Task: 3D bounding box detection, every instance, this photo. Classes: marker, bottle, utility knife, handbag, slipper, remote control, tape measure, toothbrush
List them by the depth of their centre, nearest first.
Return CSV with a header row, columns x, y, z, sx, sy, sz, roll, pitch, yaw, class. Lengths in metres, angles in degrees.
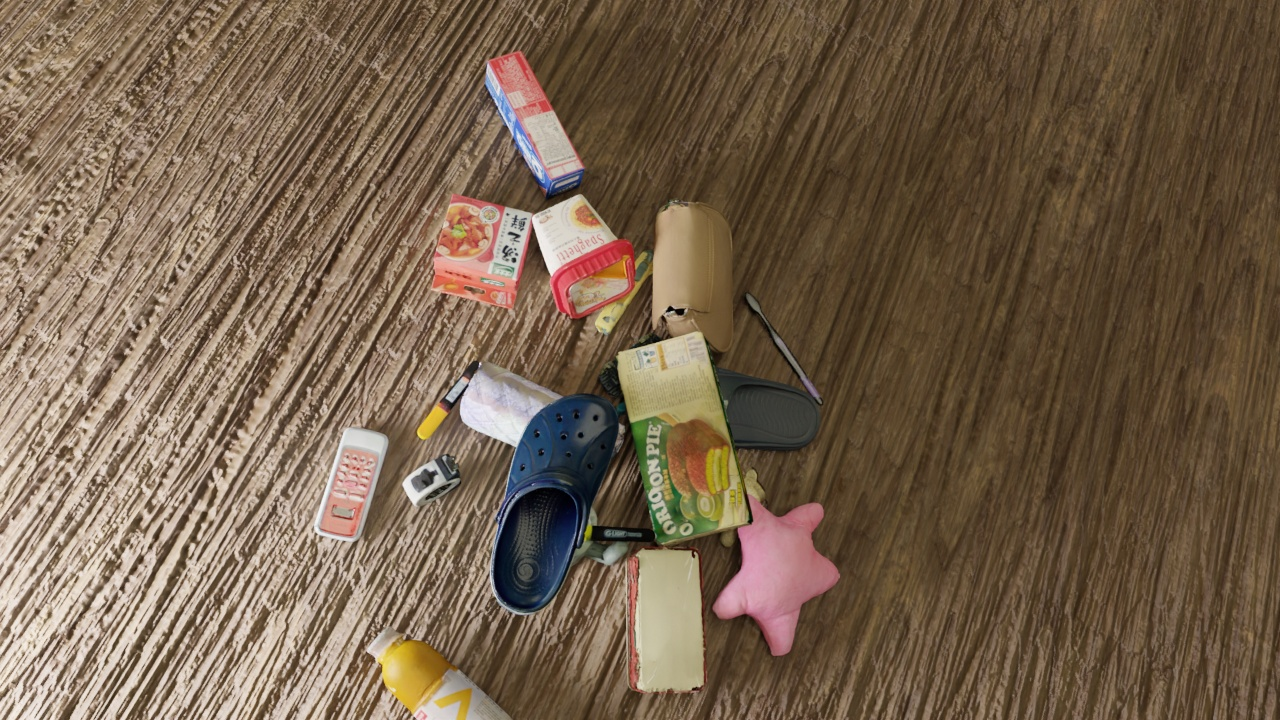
x,y,z,sx,sy,sz,roll,pitch,yaw,class
-0.100,0.147,0.990,0.105,0.095,0.252,19,78,-2,slipper
-0.226,0.375,1.030,0.189,0.068,0.067,41,69,4,bottle
-0.044,0.197,1.043,0.124,0.015,0.018,4,76,-9,marker
-0.250,0.145,1.103,0.066,0.066,0.033,-29,75,-21,tape measure
-0.348,0.148,1.108,0.056,0.020,0.135,14,70,-5,remote control
-0.120,0.079,1.116,0.194,0.134,0.075,24,68,-2,handbag
-0.242,0.049,1.166,0.018,0.015,0.123,34,66,0,marker
0.116,0.060,1.186,0.268,0.083,0.110,8,84,-12,slipper
0.065,-0.109,1.215,0.100,0.147,0.204,-8,67,25,handbag
-0.016,-0.097,1.261,0.031,0.018,0.151,30,73,6,utility knife
0.199,-0.016,1.277,0.014,0.017,0.189,-33,83,-8,toothbrush

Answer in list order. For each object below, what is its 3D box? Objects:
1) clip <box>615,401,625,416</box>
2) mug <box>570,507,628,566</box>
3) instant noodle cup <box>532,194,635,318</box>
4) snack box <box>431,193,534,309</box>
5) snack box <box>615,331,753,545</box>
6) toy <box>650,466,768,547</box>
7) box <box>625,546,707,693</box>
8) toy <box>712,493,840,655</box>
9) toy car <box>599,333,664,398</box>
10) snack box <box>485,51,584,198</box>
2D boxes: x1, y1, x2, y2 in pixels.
x,y,z,sx,sy,sz,roll,pitch,yaw,class
-0.011,0.057,1.204,0.055,0.038,0.013,-25,81,-25,clip
-0.078,0.210,1.096,0.124,0.103,0.083,20,69,-3,mug
-0.080,-0.141,1.210,0.116,0.117,0.124,-27,67,-9,instant noodle cup
-0.210,-0.145,1.220,0.113,0.044,0.127,13,70,-7,snack box
0.053,0.094,1.111,0.114,0.063,0.240,-16,75,9,snack box
0.085,0.190,1.163,0.157,0.066,0.105,-20,107,-12,toy
0.029,0.309,1.097,0.091,0.079,0.168,3,71,-11,box
0.178,0.269,1.144,0.178,0.075,0.194,14,82,-22,toy
-0.007,0.007,1.216,0.105,0.031,0.049,-37,87,-19,toy car
-0.150,-0.329,1.287,0.058,0.057,0.207,-24,78,-20,snack box
